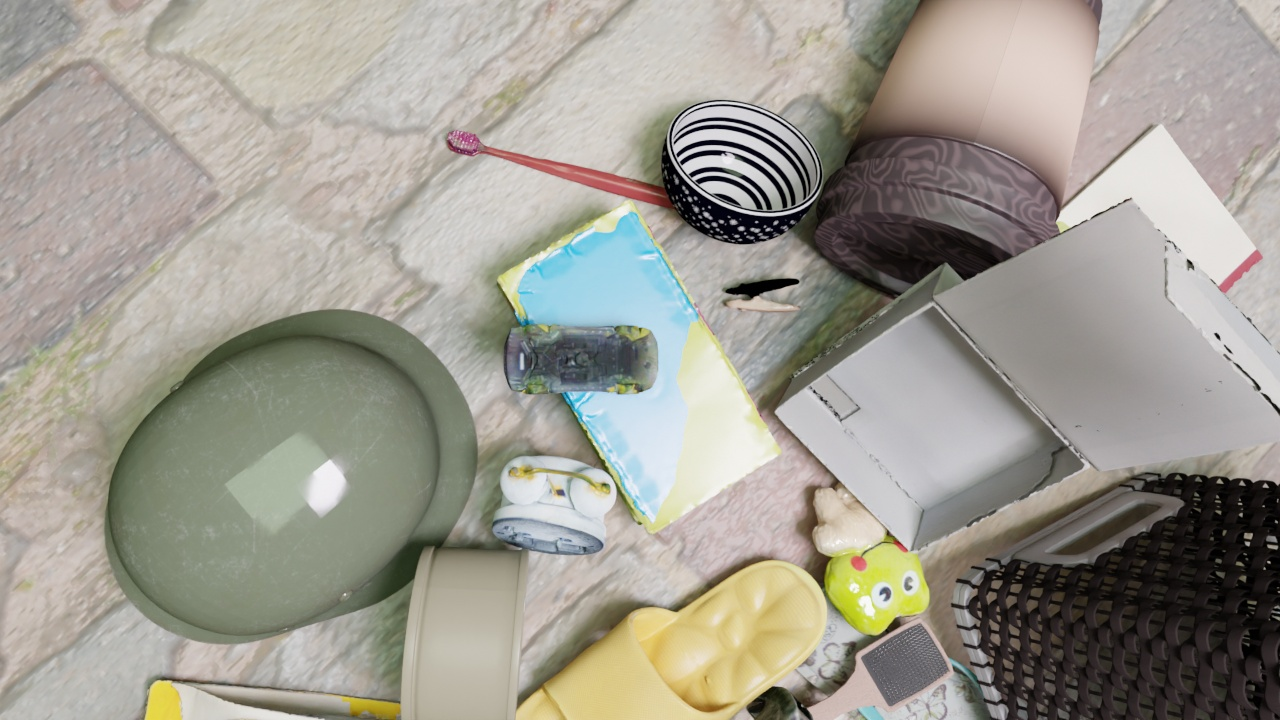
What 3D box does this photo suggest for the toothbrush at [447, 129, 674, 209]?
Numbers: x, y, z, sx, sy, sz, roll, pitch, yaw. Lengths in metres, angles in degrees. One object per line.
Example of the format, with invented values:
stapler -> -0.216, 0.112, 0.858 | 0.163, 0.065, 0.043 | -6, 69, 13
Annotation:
toothbrush -> -0.056, -0.148, 0.712 | 0.190, 0.016, 0.016 | 14, 86, -7

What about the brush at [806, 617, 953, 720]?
brush -> 0.170, 0.248, 0.694 | 0.135, 0.015, 0.050 | -28, 75, -7

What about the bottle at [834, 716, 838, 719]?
bottle -> 0.141, 0.325, 0.703 | 0.063, 0.063, 0.109 | -2, 75, -8

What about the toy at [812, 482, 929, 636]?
toy -> 0.174, 0.149, 0.715 | 0.092, 0.043, 0.117 | -15, 75, -29

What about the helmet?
helmet -> -0.244, 0.084, 0.613 | 0.267, 0.154, 0.227 | -38, 93, -7

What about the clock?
clock -> -0.061, 0.102, 0.656 | 0.083, 0.118, 0.057 | 11, 63, -7

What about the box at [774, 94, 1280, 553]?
box -> 0.266, -0.001, 0.569 | 0.166, 0.420, 0.108 | 45, 53, -4

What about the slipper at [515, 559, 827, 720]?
slipper -> 0.021, 0.229, 0.666 | 0.263, 0.078, 0.099 | -29, 60, -11

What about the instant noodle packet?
instant noodle packet -> -0.256, 0.324, 0.650 | 0.221, 0.084, 0.163 | 8, 86, -1

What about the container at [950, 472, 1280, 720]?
container -> 0.418, 0.228, 0.623 | 0.247, 0.244, 0.245 | -21, 91, -21

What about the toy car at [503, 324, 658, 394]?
toy car -> -0.041, 0.000, 0.628 | 0.105, 0.033, 0.048 | 0, 86, -10

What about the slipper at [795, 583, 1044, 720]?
slipper -> 0.223, 0.277, 0.720 | 0.269, 0.055, 0.098 | 33, 87, -4

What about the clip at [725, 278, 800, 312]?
clip -> 0.098, -0.058, 0.726 | 0.061, 0.025, 0.045 | 5, 88, -3

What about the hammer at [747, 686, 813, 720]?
hammer -> -0.003, 0.360, 0.670 | 0.330, 0.132, 0.033 | -43, 95, 4

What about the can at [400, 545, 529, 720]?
can -> -0.119, 0.194, 0.640 | 0.073, 0.128, 0.127 | 5, 88, -6

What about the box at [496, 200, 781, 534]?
box -> -0.004, 0.004, 0.688 | 0.124, 0.079, 0.221 | -33, 91, -7

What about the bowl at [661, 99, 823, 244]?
bowl -> 0.070, -0.132, 0.697 | 0.120, 0.067, 0.120 | 8, 54, -11

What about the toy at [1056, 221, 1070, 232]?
toy -> 0.343, -0.044, 0.735 | 0.091, 0.045, 0.135 | -17, 85, -4

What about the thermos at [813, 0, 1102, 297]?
thermos -> 0.244, -0.171, 0.683 | 0.172, 0.173, 0.226 | 23, 79, -6

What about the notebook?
notebook -> 0.409, -0.077, 0.773 | 0.208, 0.012, 0.153 | -41, 95, -6
